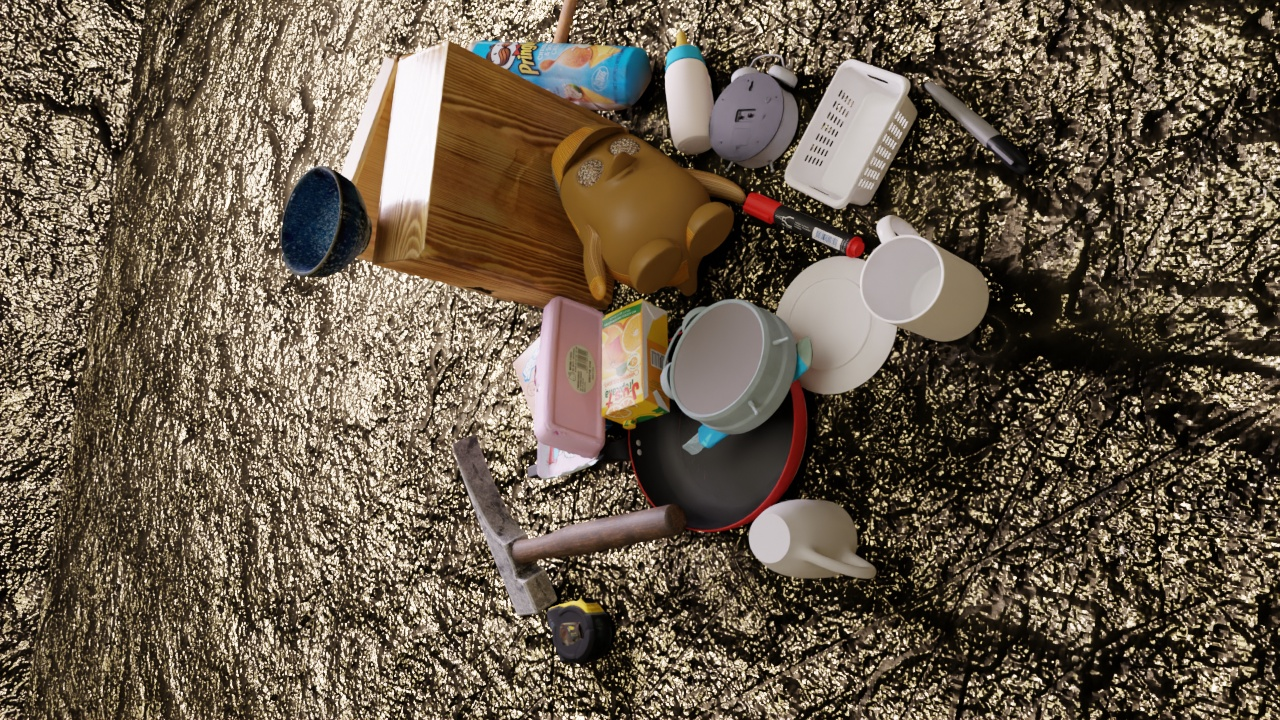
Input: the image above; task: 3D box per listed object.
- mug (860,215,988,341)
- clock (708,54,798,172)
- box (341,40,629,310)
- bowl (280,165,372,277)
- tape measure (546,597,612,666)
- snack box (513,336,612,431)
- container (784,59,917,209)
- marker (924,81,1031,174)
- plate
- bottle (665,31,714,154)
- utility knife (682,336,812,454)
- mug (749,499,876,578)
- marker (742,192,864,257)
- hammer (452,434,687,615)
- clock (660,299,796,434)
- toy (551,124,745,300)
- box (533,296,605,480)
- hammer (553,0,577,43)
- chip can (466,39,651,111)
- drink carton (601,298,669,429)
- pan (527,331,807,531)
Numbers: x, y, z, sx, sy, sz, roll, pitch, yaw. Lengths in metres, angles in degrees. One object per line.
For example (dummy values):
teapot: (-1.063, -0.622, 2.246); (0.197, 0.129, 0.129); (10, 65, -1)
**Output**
mug: (0.236, -0.076, 0.784); (0.074, 0.090, 0.110); (-34, 61, 33)
clock: (0.122, -0.262, 0.964); (0.095, 0.035, 0.122); (13, 90, 43)
box: (-0.187, -0.206, 1.073); (0.216, 0.278, 0.257); (2, 83, 44)
bowl: (-0.315, -0.138, 0.948); (0.115, 0.060, 0.114); (-7, 79, 40)
tape measure: (-0.068, 0.302, 1.025); (0.072, 0.042, 0.071); (-32, 58, 31)
snack box: (-0.096, 0.039, 1.106); (0.087, 0.034, 0.151); (-42, 56, 28)
container: (0.203, -0.208, 0.868); (0.081, 0.049, 0.129); (38, 108, 40)
marker: (0.293, -0.207, 0.805); (0.016, 0.022, 0.138); (-56, 51, 32)
plate: (0.182, -0.035, 0.881); (0.135, 0.011, 0.134); (-10, 75, 41)
bottle: (0.054, -0.304, 1.024); (0.051, 0.051, 0.146); (-19, 69, 39)
utility knife: (0.100, 0.039, 0.866); (0.174, 0.015, 0.031); (-41, 54, 27)
mug: (0.153, 0.166, 0.814); (0.107, 0.089, 0.071); (25, 99, 43)
marker: (0.160, -0.134, 0.912); (0.023, 0.021, 0.145); (-51, 49, -6)
hammer: (-0.078, 0.157, 0.991); (0.301, 0.037, 0.217); (-22, 91, 44)
clock: (0.076, 0.002, 0.865); (0.159, 0.045, 0.122); (18, 85, 51)
toy: (-0.013, -0.174, 0.973); (0.198, 0.163, 0.203); (-36, 67, -13)
box: (-0.084, 0.034, 1.007); (0.096, 0.088, 0.201); (-52, 28, 41)
hammer: (-0.098, -0.431, 1.182); (0.163, 0.082, 0.318); (32, 111, 41)
chip can: (-0.103, -0.347, 1.120); (0.230, 0.079, 0.080); (11, 89, 24)
drink carton: (-0.006, 0.006, 0.949); (0.058, 0.041, 0.122); (-22, 58, 37)
pan: (0.020, 0.086, 0.968); (0.357, 0.067, 0.208); (-20, 68, 39)
